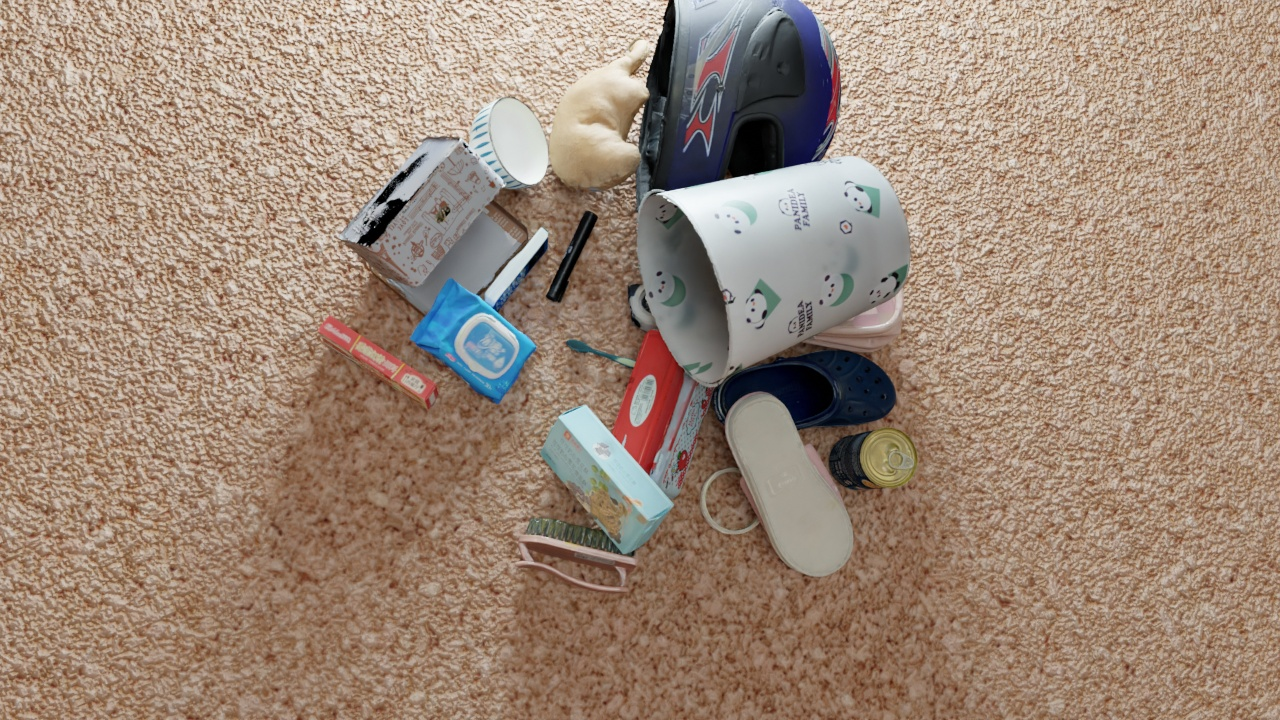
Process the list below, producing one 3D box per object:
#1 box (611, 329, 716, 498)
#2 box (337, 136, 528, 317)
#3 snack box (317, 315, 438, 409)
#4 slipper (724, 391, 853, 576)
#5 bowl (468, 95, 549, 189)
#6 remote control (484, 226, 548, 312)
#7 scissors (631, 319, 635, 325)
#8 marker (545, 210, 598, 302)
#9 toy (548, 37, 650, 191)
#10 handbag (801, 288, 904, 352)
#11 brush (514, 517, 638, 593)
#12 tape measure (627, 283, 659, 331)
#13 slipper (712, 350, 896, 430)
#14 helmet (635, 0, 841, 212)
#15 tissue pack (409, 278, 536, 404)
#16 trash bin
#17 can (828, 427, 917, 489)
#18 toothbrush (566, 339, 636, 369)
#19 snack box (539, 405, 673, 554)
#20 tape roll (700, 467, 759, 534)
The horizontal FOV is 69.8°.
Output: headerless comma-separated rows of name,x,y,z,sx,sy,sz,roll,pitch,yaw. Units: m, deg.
box,0.038,0.070,1.174,0.101,0.095,0.201,24,82,-44
box,-0.244,-0.150,1.150,0.185,0.154,0.182,45,76,-32
snack box,-0.318,0.004,1.119,0.153,0.075,0.025,33,75,-2
slipper,0.185,0.158,1.162,0.114,0.054,0.274,-33,109,-7
bowl,-0.180,-0.276,1.193,0.066,0.116,0.116,-11,77,33
remote control,-0.160,-0.115,1.184,0.024,0.049,0.124,36,75,2
scissors,0.105,-0.057,1.232,0.225,0.015,0.188,22,74,0
marker,-0.090,-0.138,1.215,0.022,0.020,0.132,28,76,-20
toy,-0.051,-0.331,1.214,0.144,0.082,0.225,4,77,23
handbag,0.223,-0.109,1.219,0.234,0.093,0.193,-1,67,-3
brush,-0.078,0.238,1.119,0.145,0.063,0.073,14,66,-6
tape measure,0.018,-0.071,1.206,0.066,0.034,0.066,-8,69,-3
slipper,0.219,0.037,1.189,0.252,0.095,0.105,-5,82,-15
helmet,0.131,-0.316,1.175,0.240,0.247,0.315,9,85,-8
tissue pack,-0.202,-0.022,1.128,0.157,0.052,0.095,43,75,-36
trash bin,0.155,-0.117,1.065,0.251,0.230,0.229,-19,83,-17
can,0.296,0.128,1.180,0.075,0.111,0.075,2,80,-10
toothbrush,-0.007,0.007,1.204,0.191,0.018,0.016,19,79,-8
snack box,-0.044,0.142,1.109,0.051,0.074,0.175,-24,63,-44
tape roll,0.120,0.182,1.189,0.085,0.014,0.085,2,79,-9
